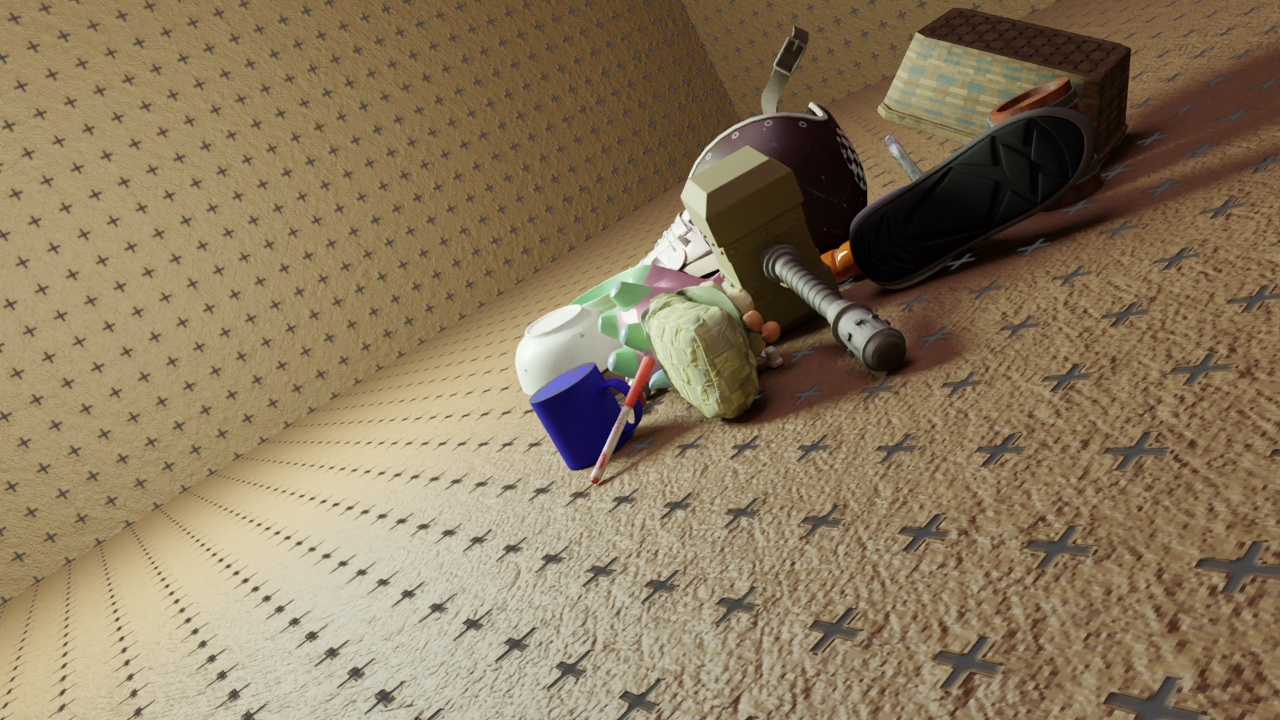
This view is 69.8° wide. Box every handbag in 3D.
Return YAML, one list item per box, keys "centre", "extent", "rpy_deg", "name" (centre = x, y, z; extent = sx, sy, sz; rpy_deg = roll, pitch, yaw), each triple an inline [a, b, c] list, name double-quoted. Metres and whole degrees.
- centre: [0.078, -0.015, 0.897]
  extent: [0.117, 0.113, 0.186]
  rpy_deg: [-29, 16, -8]
  name: "handbag"

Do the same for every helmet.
- centre: [0.181, -0.231, 1.186]
  extent: [0.234, 0.234, 0.252]
  rpy_deg: [-34, 24, 32]
  name: "helmet"

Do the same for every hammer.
- centre: [0.160, -0.074, 0.886]
  extent: [0.100, 0.190, 0.324]
  rpy_deg: [-29, 30, -1]
  name: "hammer"

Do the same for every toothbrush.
- centre: [0.124, -0.017, 1.002]
  extent: [0.015, 0.018, 0.181]
  rpy_deg: [-26, 12, -2]
  name: "toothbrush"

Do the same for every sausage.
- centre: [0.212, -0.106, 1.087]
  extent: [0.165, 0.044, 0.039]
  rpy_deg: [-21, 25, 43]
  name: "sausage"

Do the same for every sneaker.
- centre: [0.056, -0.188, 1.584]
  extent: [0.295, 0.116, 0.111]
  rpy_deg: [-18, 17, 41]
  name: "sneaker"
- centre: [0.342, -0.171, 0.928]
  extent: [0.257, 0.093, 0.160]
  rpy_deg: [-33, -2, 40]
  name: "sneaker"

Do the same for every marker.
- centre: [-0.018, 0.057, 0.901]
  extent: [0.013, 0.013, 0.142]
  rpy_deg: [-11, 49, 54]
  name: "marker"

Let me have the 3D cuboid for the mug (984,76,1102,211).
- centre: [0.402, -0.214, 0.943]
  extent: [0.081, 0.111, 0.118]
  rpy_deg: [-39, 16, -36]
  name: "mug"

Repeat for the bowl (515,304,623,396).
- centre: [-0.098, -0.022, 1.191]
  extent: [0.153, 0.073, 0.153]
  rpy_deg: [-21, 19, 8]
  name: "bowl"

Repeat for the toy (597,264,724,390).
- centre: [0.041, -0.036, 1.063]
  extent: [0.221, 0.171, 0.120]
  rpy_deg: [-105, 32, -47]
  name: "toy"

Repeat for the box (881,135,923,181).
- centre: [0.313, -0.203, 1.159]
  extent: [0.106, 0.130, 0.210]
  rpy_deg: [-34, 4, 20]
  name: "box"

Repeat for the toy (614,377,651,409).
- centre: [-0.001, 0.031, 1.057]
  extent: [0.049, 0.030, 0.111]
  rpy_deg: [8, 27, 23]
  name: "toy"

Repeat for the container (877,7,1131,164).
- centre: [0.416, -0.278, 1.060]
  extent: [0.250, 0.187, 0.157]
  rpy_deg: [27, 47, 28]
  name: "container"

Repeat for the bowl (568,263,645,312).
- centre: [-0.039, -0.091, 1.504]
  extent: [0.151, 0.077, 0.150]
  rpy_deg: [-28, 13, 7]
  name: "bowl"

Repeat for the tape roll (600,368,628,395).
- centre: [-0.007, 0.007, 1.161]
  extent: [0.094, 0.030, 0.093]
  rpy_deg: [-28, 13, 7]
  name: "tape roll"

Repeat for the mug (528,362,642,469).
- centre: [-0.049, 0.053, 0.953]
  extent: [0.111, 0.083, 0.079]
  rpy_deg: [-21, 15, 33]
  name: "mug"
